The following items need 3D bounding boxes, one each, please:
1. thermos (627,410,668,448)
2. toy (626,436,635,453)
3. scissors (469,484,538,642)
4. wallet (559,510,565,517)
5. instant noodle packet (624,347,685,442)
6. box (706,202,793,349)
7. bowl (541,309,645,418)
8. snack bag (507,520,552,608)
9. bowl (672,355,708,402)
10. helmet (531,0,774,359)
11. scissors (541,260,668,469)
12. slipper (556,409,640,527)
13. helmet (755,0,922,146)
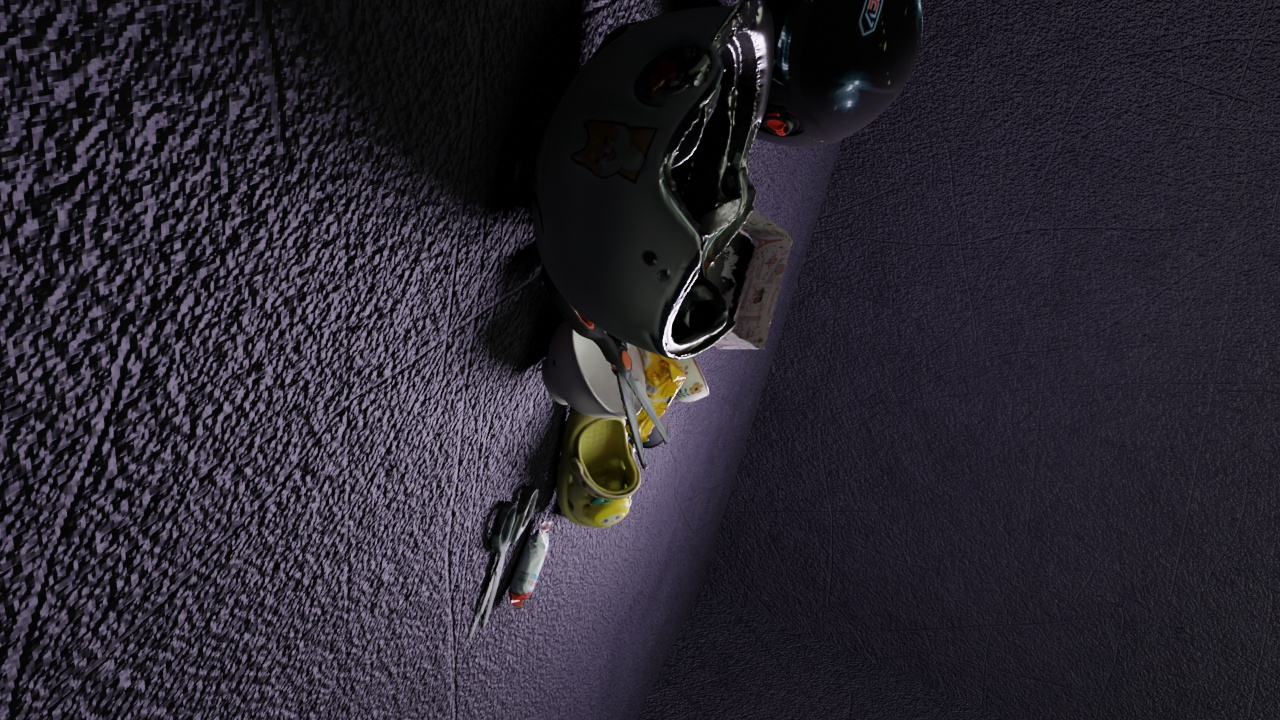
[{"bbox_3d":[-0.004,0.052,1.211,0.243,0.068,0.090,72,7,-73],"label":"thermos"},{"bbox_3d":[-0.023,0.133,1.242,0.091,0.030,0.097,-102,-158,-55],"label":"toy"},{"bbox_3d":[-0.147,0.207,0.949,0.162,0.014,0.166,-60,166,-27],"label":"scissors"},{"bbox_3d":[-0.055,0.144,1.174,0.106,0.037,0.129,46,65,-75],"label":"wallet"},{"bbox_3d":[-0.006,0.006,0.951,0.044,0.128,0.111,-4,138,-33],"label":"instant noodle packet"},{"bbox_3d":[0.099,-0.134,1.180,0.272,0.130,0.179,43,61,-61],"label":"box"},{"bbox_3d":[-0.054,0.008,0.868,0.118,0.065,0.118,41,38,-43],"label":"bowl"},{"bbox_3d":[-0.125,0.231,1.038,0.045,0.026,0.105,50,59,-72],"label":"snack bag"},{"bbox_3d":[0.041,0.012,1.260,0.062,0.113,0.113,-28,161,-3],"label":"bowl"},{"bbox_3d":[0.003,-0.142,0.703,0.230,0.157,0.274,37,63,-74],"label":"helmet"},{"bbox_3d":[-0.031,-0.018,0.829,0.225,0.022,0.220,39,39,-52],"label":"scissors"},{"bbox_3d":[-0.045,0.131,1.046,0.091,0.081,0.191,-13,129,-19],"label":"slipper"},{"bbox_3d":[0.175,-0.338,0.942,0.275,0.230,0.233,-147,-105,-79],"label":"helmet"}]
